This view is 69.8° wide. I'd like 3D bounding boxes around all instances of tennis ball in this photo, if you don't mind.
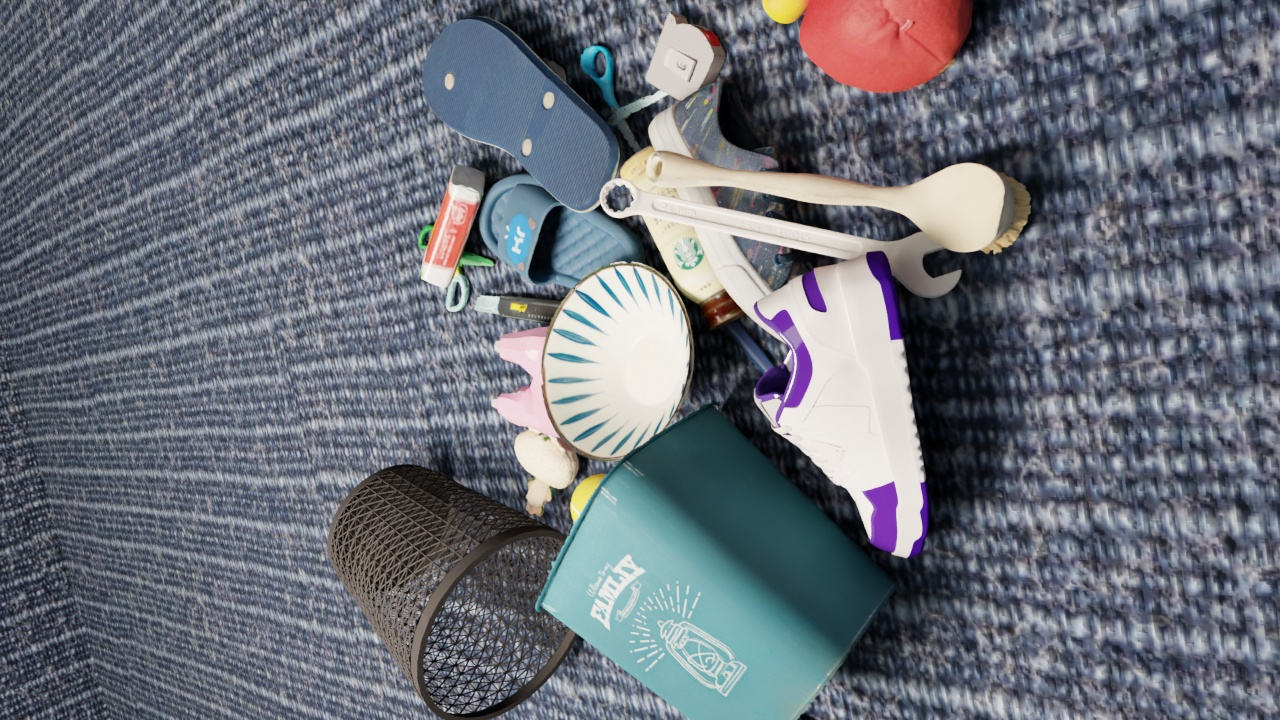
[{"bbox_3d":[-0.038,0.147,0.923,0.065,0.065,0.065,13,111,38],"label":"tennis ball"}]

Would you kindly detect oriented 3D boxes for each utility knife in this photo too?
[{"bbox_3d":[-0.109,-0.052,0.960,0.203,0.020,0.029,8,106,41],"label":"utility knife"}]

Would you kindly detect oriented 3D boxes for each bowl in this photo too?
[{"bbox_3d":[-0.005,0.005,0.829,0.178,0.070,0.177,-9,76,39],"label":"bowl"}]

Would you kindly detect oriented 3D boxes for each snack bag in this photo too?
[{"bbox_3d":[-0.198,-0.143,0.967,0.077,0.036,0.116,-101,33,-60],"label":"snack bag"}]

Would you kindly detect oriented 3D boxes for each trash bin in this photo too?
[{"bbox_3d":[0.070,0.187,0.768,0.218,0.198,0.197,38,124,19],"label":"trash bin"},{"bbox_3d":[-0.217,0.236,1.021,0.243,0.216,0.217,24,118,41],"label":"trash bin"}]

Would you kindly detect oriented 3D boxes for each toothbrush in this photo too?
[{"bbox_3d":[0.120,0.024,0.782,0.190,0.017,0.016,52,129,17],"label":"toothbrush"}]

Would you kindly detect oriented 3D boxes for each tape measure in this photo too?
[{"bbox_3d":[0.037,-0.252,0.772,0.062,0.020,0.060,40,125,26],"label":"tape measure"}]

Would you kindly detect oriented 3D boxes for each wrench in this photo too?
[{"bbox_3d":[0.100,-0.096,0.686,0.273,0.009,0.047,14,84,10],"label":"wrench"}]

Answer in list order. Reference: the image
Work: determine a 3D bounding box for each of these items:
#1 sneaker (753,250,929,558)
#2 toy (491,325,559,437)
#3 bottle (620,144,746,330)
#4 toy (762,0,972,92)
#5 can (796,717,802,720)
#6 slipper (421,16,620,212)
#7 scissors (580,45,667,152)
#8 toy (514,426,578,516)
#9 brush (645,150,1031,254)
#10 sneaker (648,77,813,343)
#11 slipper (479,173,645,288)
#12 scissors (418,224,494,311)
[{"bbox_3d":[0.144,0.045,0.674,0.111,0.091,0.244,-9,111,15],"label":"sneaker"},{"bbox_3d":[-0.067,0.029,0.908,0.158,0.067,0.123,10,102,21],"label":"toy"},{"bbox_3d":[0.041,-0.105,0.787,0.057,0.056,0.162,-33,80,42],"label":"bottle"},{"bbox_3d":[0.141,-0.278,0.628,0.216,0.098,0.148,59,139,18],"label":"toy"},{"bbox_3d":[0.128,0.375,0.853,0.059,0.053,0.100,21,115,37],"label":"can"},{"bbox_3d":[-0.107,-0.240,0.877,0.295,0.060,0.118,42,123,30],"label":"slipper"},{"bbox_3d":[-0.028,-0.223,0.845,0.134,0.014,0.127,-40,80,36],"label":"scissors"},{"bbox_3d":[-0.102,0.107,0.978,0.087,0.050,0.112,22,124,40],"label":"toy"},{"bbox_3d":[0.133,-0.121,0.655,0.272,0.077,0.062,11,91,17],"label":"brush"},{"bbox_3d":[0.091,-0.121,0.725,0.079,0.087,0.235,-39,73,35],"label":"sneaker"},{"bbox_3d":[-0.084,-0.119,0.893,0.214,0.059,0.104,26,116,32],"label":"slipper"},{"bbox_3d":[-0.209,-0.114,1.033,0.126,0.011,0.131,17,110,36],"label":"scissors"}]
